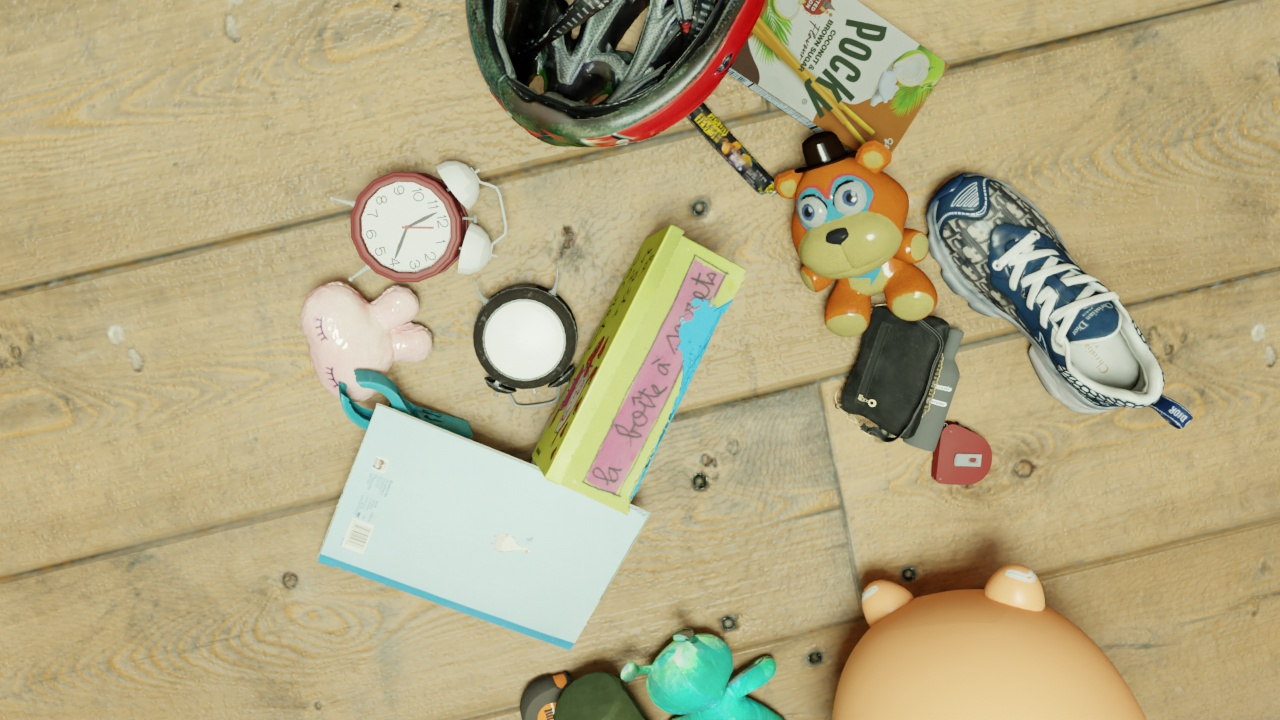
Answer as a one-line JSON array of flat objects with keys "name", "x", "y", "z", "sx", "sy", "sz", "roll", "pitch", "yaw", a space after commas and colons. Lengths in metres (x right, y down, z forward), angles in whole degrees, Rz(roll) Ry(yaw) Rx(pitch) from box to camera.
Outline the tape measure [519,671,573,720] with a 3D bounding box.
[{"name": "tape measure", "x": -0.085, "y": 0.331, "z": 0.873, "sx": 0.058, "sy": 0.038, "sz": 0.058, "roll": -15, "pitch": 102, "yaw": -15}]

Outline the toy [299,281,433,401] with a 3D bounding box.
[{"name": "toy", "x": -0.235, "y": -0.021, "z": 0.791, "sx": 0.105, "sy": 0.053, "sz": 0.108, "roll": -20, "pitch": 110, "yaw": -12}]

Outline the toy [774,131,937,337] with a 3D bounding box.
[{"name": "toy", "x": 0.181, "y": -0.109, "z": 0.778, "sx": 0.112, "sy": 0.096, "sz": 0.176, "roll": -17, "pitch": 97, "yaw": 33}]

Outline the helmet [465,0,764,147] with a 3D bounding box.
[{"name": "helmet", "x": -0.013, "y": -0.282, "z": 0.690, "sx": 0.217, "sy": 0.167, "sz": 0.272, "roll": 24, "pitch": 89, "yaw": 12}]

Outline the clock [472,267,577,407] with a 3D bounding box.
[{"name": "clock", "x": -0.100, "y": -0.015, "z": 0.802, "sx": 0.091, "sy": 0.043, "sz": 0.123, "roll": -8, "pitch": 101, "yaw": -2}]

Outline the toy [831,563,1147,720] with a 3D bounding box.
[{"name": "toy", "x": 0.294, "y": 0.322, "z": 0.788, "sx": 0.263, "sy": 0.265, "sz": 0.280, "roll": -16, "pitch": 82, "yaw": 31}]

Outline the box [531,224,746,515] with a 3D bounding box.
[{"name": "box", "x": -0.005, "y": 0.004, "z": 0.758, "sx": 0.080, "sy": 0.124, "sz": 0.221, "roll": 25, "pitch": 90, "yaw": -11}]

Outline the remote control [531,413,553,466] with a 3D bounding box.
[{"name": "remote control", "x": -0.071, "y": 0.102, "z": 0.834, "sx": 0.060, "sy": 0.028, "sz": 0.114, "roll": 14, "pitch": 100, "yaw": -6}]

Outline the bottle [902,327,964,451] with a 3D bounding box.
[{"name": "bottle", "x": 0.272, "y": 0.025, "z": 0.839, "sx": 0.030, "sy": 0.030, "sz": 0.113, "roll": 15, "pitch": 99, "yaw": -6}]

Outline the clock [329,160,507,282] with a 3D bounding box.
[{"name": "clock", "x": -0.183, "y": -0.116, "z": 0.776, "sx": 0.137, "sy": 0.048, "sz": 0.096, "roll": -10, "pitch": 101, "yaw": 0}]

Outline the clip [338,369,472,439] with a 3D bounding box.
[{"name": "clip", "x": -0.203, "y": 0.046, "z": 0.793, "sx": 0.103, "sy": 0.027, "sz": 0.120, "roll": -43, "pitch": 128, "yaw": 3}]

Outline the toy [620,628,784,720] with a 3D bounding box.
[{"name": "toy", "x": 0.069, "y": 0.321, "z": 0.866, "sx": 0.131, "sy": 0.072, "sz": 0.193, "roll": -40, "pitch": 109, "yaw": 4}]

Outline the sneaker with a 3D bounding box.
[{"name": "sneaker", "x": 0.356, "y": -0.051, "z": 0.778, "sx": 0.103, "sy": 0.132, "sz": 0.269, "roll": -41, "pitch": 99, "yaw": 6}]

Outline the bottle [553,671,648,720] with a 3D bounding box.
[{"name": "bottle", "x": -0.005, "y": 0.384, "z": 0.861, "sx": 0.071, "sy": 0.071, "sz": 0.207, "roll": -27, "pitch": 116, "yaw": 2}]

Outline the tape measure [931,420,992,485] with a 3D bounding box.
[{"name": "tape measure", "x": 0.302, "y": 0.087, "z": 0.857, "sx": 0.051, "sy": 0.019, "sz": 0.059, "roll": 2, "pitch": 100, "yaw": -4}]

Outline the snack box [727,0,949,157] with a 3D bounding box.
[{"name": "snack box", "x": 0.153, "y": -0.256, "z": 0.778, "sx": 0.186, "sy": 0.031, "sz": 0.101, "roll": 31, "pitch": 97, "yaw": -8}]

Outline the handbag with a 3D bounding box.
[{"name": "handbag", "x": 0.223, "y": 0.007, "z": 0.816, "sx": 0.079, "sy": 0.054, "sz": 0.128, "roll": 20, "pitch": 99, "yaw": 25}]

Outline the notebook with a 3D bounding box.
[{"name": "notebook", "x": -0.143, "y": 0.157, "z": 0.819, "sx": 0.253, "sy": 0.009, "sz": 0.181, "roll": 23, "pitch": 115, "yaw": -11}]

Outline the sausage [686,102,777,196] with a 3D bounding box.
[{"name": "sausage", "x": 0.064, "y": -0.198, "z": 0.790, "sx": 0.020, "sy": 0.020, "sz": 0.155, "roll": -44, "pitch": 100, "yaw": 5}]
